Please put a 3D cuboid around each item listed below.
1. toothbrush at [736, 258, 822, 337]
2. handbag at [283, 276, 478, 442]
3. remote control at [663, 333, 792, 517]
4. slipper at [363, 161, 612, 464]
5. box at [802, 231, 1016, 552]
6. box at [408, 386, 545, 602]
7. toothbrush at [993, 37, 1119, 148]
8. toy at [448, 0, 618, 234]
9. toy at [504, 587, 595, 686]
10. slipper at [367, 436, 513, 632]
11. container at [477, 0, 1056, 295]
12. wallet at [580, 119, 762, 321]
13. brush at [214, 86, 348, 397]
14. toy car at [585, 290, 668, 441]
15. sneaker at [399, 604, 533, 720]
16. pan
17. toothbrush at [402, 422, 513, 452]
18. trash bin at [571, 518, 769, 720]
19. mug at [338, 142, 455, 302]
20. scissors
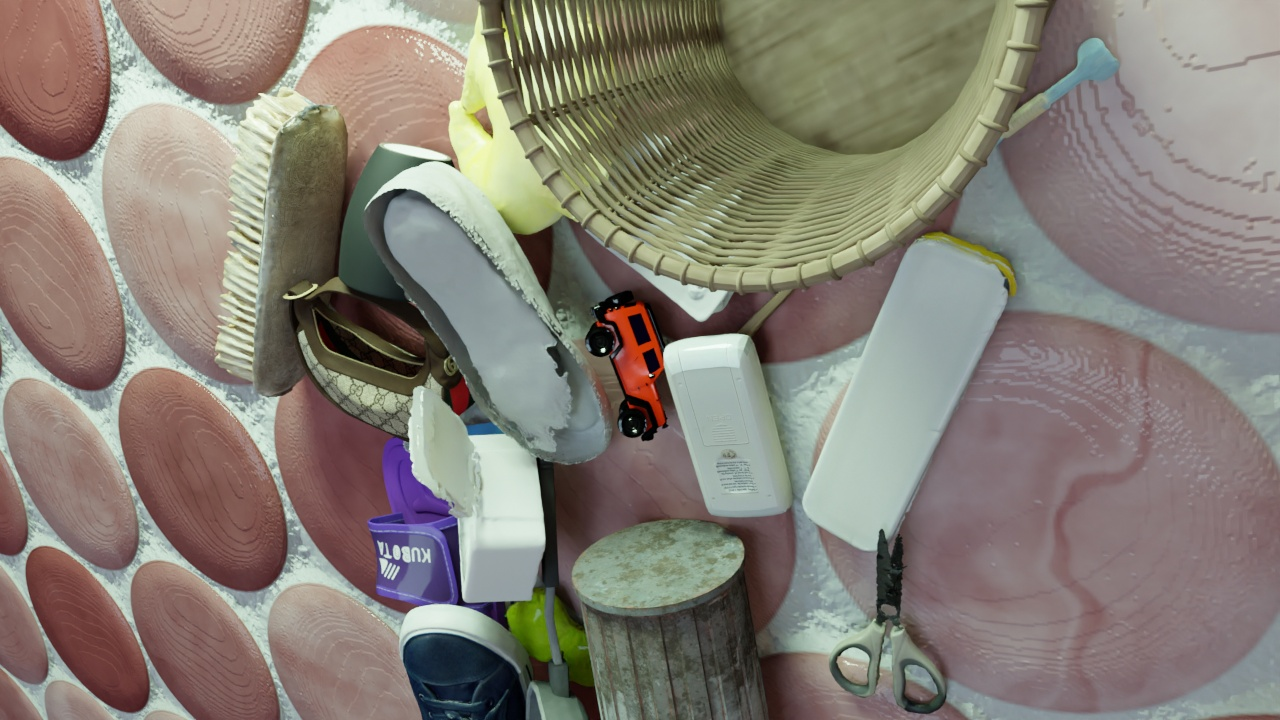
[{"bbox_3d":[0.075,-0.028,0.590,0.016,0.016,0.167,44,126,7],"label":"toothbrush"},{"bbox_3d":[-0.209,-0.008,0.726,0.167,0.063,0.139,20,137,24],"label":"handbag"},{"bbox_3d":[0.059,0.047,0.612,0.060,0.025,0.138,-6,117,24],"label":"remote control"},{"bbox_3d":[-0.096,-0.025,0.636,0.112,0.074,0.247,-10,123,38],"label":"slipper"},{"bbox_3d":[0.158,0.025,0.554,0.064,0.033,0.210,28,122,21],"label":"box"},{"bbox_3d":[-0.111,0.095,0.671,0.083,0.110,0.191,-12,140,-4],"label":"box"},{"bbox_3d":[0.179,-0.112,0.490,0.022,0.016,0.155,47,128,-6],"label":"toothbrush"},{"bbox_3d":[-0.070,-0.154,0.594,0.155,0.064,0.171,51,134,22],"label":"toy"},{"bbox_3d":[-0.072,0.237,0.785,0.094,0.036,0.094,14,121,19],"label":"toy"},{"bbox_3d":[-0.179,0.199,0.802,0.107,0.083,0.267,2,111,31],"label":"slipper"},{"bbox_3d":[0.077,-0.166,0.415,0.227,0.195,0.227,13,117,27],"label":"container"},{"bbox_3d":[0.024,-0.089,0.588,0.116,0.032,0.086,43,115,12],"label":"wallet"},{"bbox_3d":[-0.291,-0.086,0.747,0.057,0.083,0.272,31,124,16],"label":"brush"},{"bbox_3d":[-0.004,0.004,0.627,0.049,0.051,0.100,-21,98,3],"label":"toy car"},{"bbox_3d":[-0.153,0.335,0.780,0.121,0.127,0.295,-2,123,7],"label":"sneaker"},{"bbox_3d":[-0.061,0.250,0.708,0.179,0.041,0.357,-175,82,-76],"label":"pan"},{"bbox_3d":[-0.123,0.057,0.736,0.167,0.014,0.016,-10,89,26],"label":"toothbrush"},{"bbox_3d":[0.029,0.238,0.665,0.131,0.130,0.211,1,109,31],"label":"trash bin"},{"bbox_3d":[-0.154,-0.099,0.669,0.119,0.084,0.100,12,108,-6],"label":"mug"},{"bbox_3d":[0.155,0.176,0.613,0.132,0.012,0.170,-22,111,40],"label":"scissors"}]
